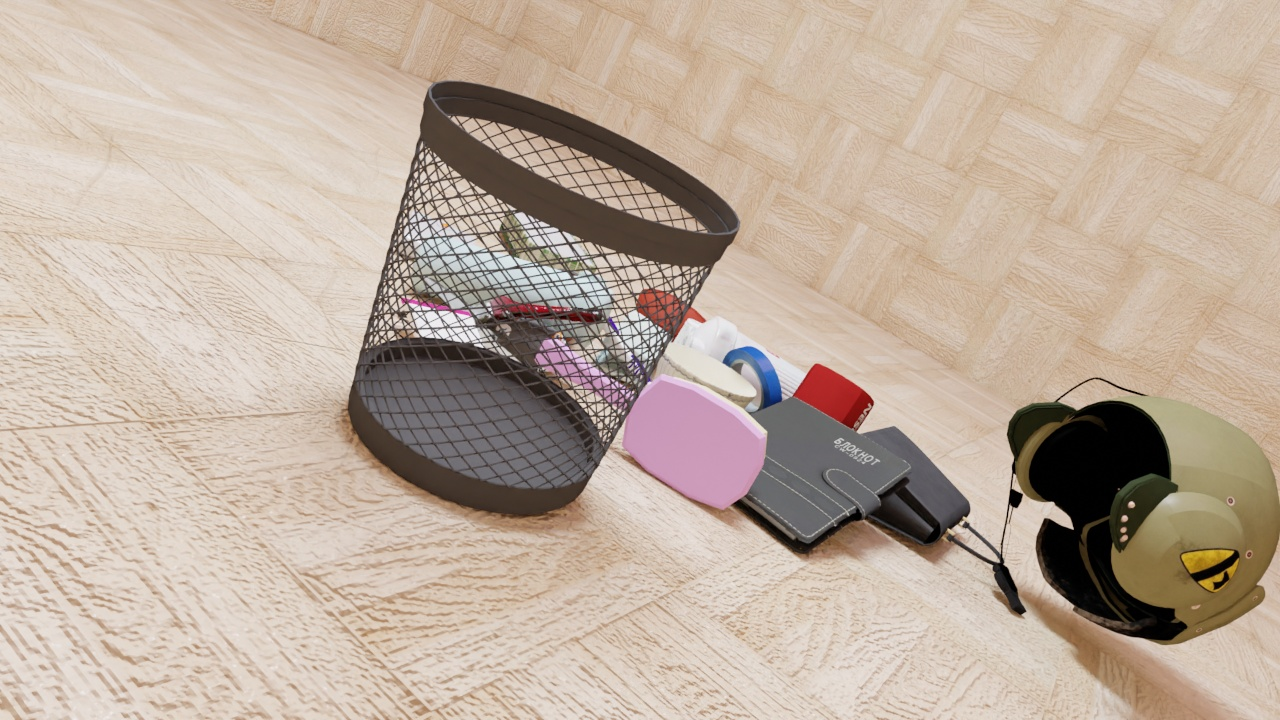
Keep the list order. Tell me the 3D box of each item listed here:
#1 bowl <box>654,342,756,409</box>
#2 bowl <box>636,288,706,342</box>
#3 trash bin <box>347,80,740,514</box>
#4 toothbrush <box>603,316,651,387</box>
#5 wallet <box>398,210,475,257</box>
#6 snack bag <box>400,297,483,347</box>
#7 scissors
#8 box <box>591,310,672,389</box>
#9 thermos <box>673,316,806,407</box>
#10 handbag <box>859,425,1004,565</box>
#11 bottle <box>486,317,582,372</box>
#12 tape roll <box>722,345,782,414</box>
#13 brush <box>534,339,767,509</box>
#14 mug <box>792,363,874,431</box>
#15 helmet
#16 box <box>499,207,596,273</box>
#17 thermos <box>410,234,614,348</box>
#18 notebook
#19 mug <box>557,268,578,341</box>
[{"bbox_3d":[0.062,0.035,1.012,0.115,0.062,0.115,26,15,-7],"label":"bowl"},{"bbox_3d":[0.040,-0.044,1.231,0.122,0.035,0.122,31,-19,12],"label":"bowl"},{"bbox_3d":[-0.079,-0.040,0.643,0.217,0.228,0.217,22,23,-10],"label":"trash bin"},{"bbox_3d":[-0.006,0.006,0.981,0.016,0.015,0.186,2,48,-53],"label":"toothbrush"},{"bbox_3d":[-0.236,-0.137,1.132,0.115,0.037,0.118,23,19,-17],"label":"wallet"},{"bbox_3d":[-0.159,0.002,0.789,0.070,0.016,0.196,13,27,-32],"label":"snack bag"},{"bbox_3d":[-0.127,-0.025,0.881,0.198,0.015,0.179,-13,61,-14],"label":"scissors"},{"bbox_3d":[-0.003,-0.016,1.108,0.083,0.067,0.198,9,12,5],"label":"box"},{"bbox_3d":[0.143,0.025,1.152,0.220,0.099,0.099,29,14,-12],"label":"thermos"},{"bbox_3d":[0.324,0.165,1.036,0.196,0.072,0.175,38,18,24],"label":"handbag"},{"bbox_3d":[-0.111,-0.018,0.921,0.112,0.047,0.047,27,15,2],"label":"bottle"},{"bbox_3d":[0.126,0.030,1.052,0.016,0.091,0.093,-14,9,-28],"label":"tape roll"},{"bbox_3d":[0.007,0.045,0.830,0.229,0.089,0.043,31,11,14],"label":"brush"},{"bbox_3d":[0.213,0.071,1.068,0.080,0.096,0.116,33,-3,26],"label":"mug"},{"bbox_3d":[0.481,0.161,0.892,0.232,0.256,0.250,20,17,-15],"label":"helmet"},{"bbox_3d":[-0.144,-0.169,1.387,0.117,0.050,0.205,17,17,-25],"label":"box"},{"bbox_3d":[-0.132,-0.075,0.964,0.207,0.078,0.065,16,-7,7],"label":"thermos"},{"bbox_3d":[0.157,0.104,0.907,0.169,0.029,0.208,33,35,31],"label":"notebook"},{"bbox_3d":[-0.113,-0.069,1.056,0.117,0.081,0.111,8,11,0],"label":"mug"}]
